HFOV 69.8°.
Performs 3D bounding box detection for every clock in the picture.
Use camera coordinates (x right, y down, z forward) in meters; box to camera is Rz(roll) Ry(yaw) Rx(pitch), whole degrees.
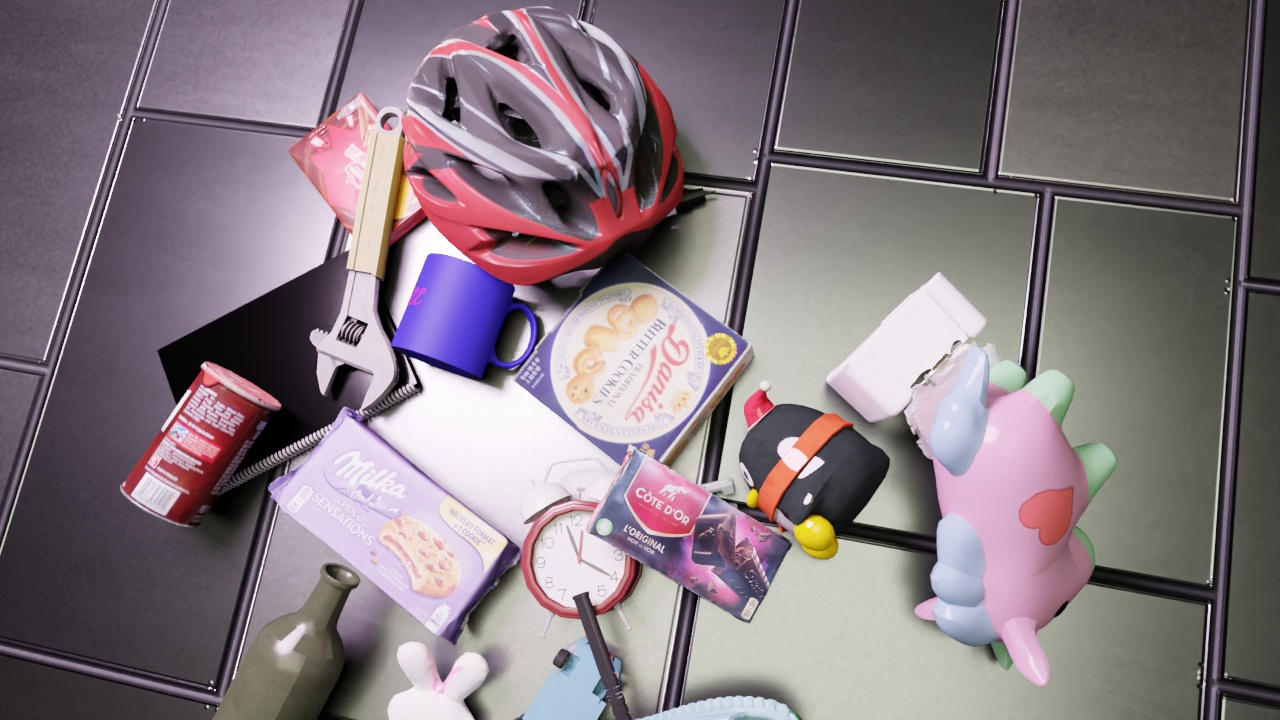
[{"bbox_3d":[-0.047,0.146,0.733,0.096,0.048,0.137,-7,78,6],"label":"clock"}]

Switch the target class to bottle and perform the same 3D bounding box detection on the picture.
[{"bbox_3d":[-0.278,0.254,0.712,0.071,0.071,0.207,30,95,13],"label":"bottle"}]

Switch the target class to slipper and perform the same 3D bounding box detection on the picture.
[{"bbox_3d":[-0.011,0.309,0.641,0.276,0.069,0.116,-11,88,8],"label":"slipper"}]

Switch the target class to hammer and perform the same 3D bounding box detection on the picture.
[{"bbox_3d":[0.003,0.331,0.678,0.095,0.015,0.325,-20,84,6],"label":"hammer"}]

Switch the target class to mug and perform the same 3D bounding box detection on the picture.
[{"bbox_3d":[-0.142,-0.030,0.775,0.111,0.079,0.083,22,81,-14],"label":"mug"}]

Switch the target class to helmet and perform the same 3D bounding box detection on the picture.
[{"bbox_3d":[-0.087,-0.188,0.751,0.217,0.167,0.272,-32,55,-15],"label":"helmet"}]

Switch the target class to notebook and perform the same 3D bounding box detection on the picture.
[{"bbox_3d":[-0.314,0.008,0.817,0.207,0.016,0.149,-27,75,1],"label":"notebook"}]

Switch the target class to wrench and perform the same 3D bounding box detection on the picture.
[{"bbox_3d":[-0.234,-0.093,0.803,0.084,0.018,0.273,7,81,8],"label":"wrench"}]

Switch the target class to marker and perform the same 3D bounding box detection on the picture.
[{"bbox_3d":[-0.005,-0.127,0.801,0.145,0.019,0.019,-16,76,4],"label":"marker"}]

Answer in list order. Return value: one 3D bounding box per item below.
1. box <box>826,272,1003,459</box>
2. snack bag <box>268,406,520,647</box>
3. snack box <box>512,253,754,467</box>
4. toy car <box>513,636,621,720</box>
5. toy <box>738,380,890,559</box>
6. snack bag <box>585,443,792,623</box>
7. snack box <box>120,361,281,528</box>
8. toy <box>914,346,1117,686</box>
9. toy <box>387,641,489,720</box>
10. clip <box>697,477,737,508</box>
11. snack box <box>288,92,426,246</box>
[{"bbox_3d":[0.227,0.019,0.697,0.130,0.103,0.110,43,86,6],"label":"box"},{"bbox_3d":[-0.200,0.132,0.752,0.205,0.058,0.096,36,83,13],"label":"snack bag"},{"bbox_3d":[-0.005,0.004,0.760,0.145,0.042,0.144,37,86,14],"label":"snack box"},{"bbox_3d":[-0.057,0.273,0.718,0.060,0.027,0.107,30,74,13],"label":"toy car"},{"bbox_3d":[0.122,0.080,0.703,0.119,0.097,0.099,39,85,23],"label":"toy"},{"bbox_3d":[0.039,0.136,0.709,0.155,0.018,0.074,32,79,-11],"label":"snack bag"},{"bbox_3d":[-0.365,0.070,0.764,0.072,0.072,0.121,31,83,13],"label":"snack box"},{"bbox_3d":[0.250,0.105,0.643,0.171,0.120,0.222,-46,116,-12],"label":"toy"},{"bbox_3d":[-0.164,0.282,0.723,0.076,0.037,0.125,13,100,7],"label":"toy"},{"bbox_3d":[0.040,0.114,0.738,0.076,0.023,0.047,-8,94,6],"label":"clip"},{"bbox_3d":[-0.251,-0.170,0.842,0.089,0.021,0.133,-40,77,-1],"label":"snack box"}]
